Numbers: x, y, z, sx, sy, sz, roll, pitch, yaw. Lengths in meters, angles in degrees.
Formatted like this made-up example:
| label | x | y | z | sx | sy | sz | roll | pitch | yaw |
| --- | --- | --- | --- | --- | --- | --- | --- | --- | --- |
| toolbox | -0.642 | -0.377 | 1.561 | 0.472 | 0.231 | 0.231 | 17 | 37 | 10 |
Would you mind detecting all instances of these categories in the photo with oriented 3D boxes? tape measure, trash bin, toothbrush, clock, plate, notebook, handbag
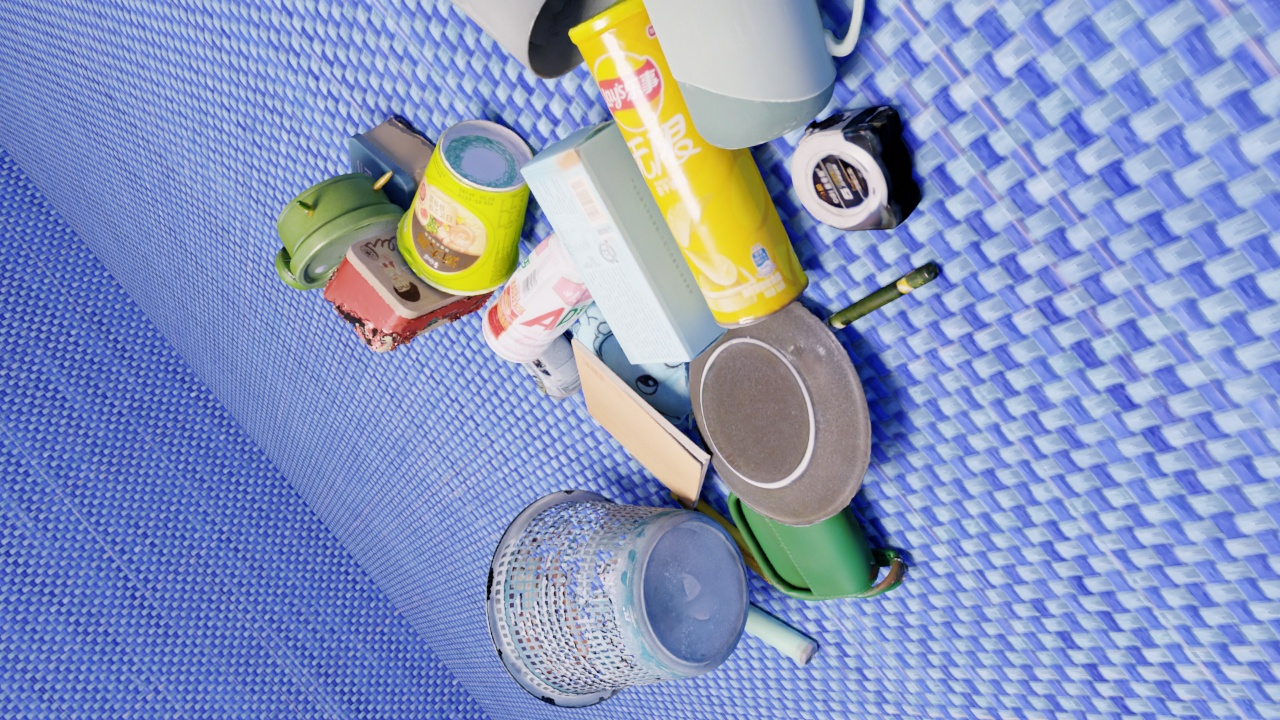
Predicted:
| label | x | y | z | sx | sy | sz | roll | pitch | yaw |
| --- | --- | --- | --- | --- | --- | --- | --- | --- | --- |
| tape measure | 0.121 | -0.109 | 0.526 | 0.066 | 0.033 | 0.066 | 9 | 130 | 46 |
| trash bin | -0.008 | 0.232 | 0.910 | 0.196 | 0.225 | 0.226 | -18 | 110 | 48 |
| toothbrush | 0.137 | -0.025 | 0.623 | 0.017 | 0.012 | 0.186 | 45 | 151 | -5 |
| clock | -0.283 | -0.115 | 0.862 | 0.056 | 0.115 | 0.162 | 58 | 147 | 7 |
| plate | 0.090 | 0.038 | 0.675 | 0.180 | 0.024 | 0.179 | 21 | 118 | 48 |
| notebook | -0.001 | 0.065 | 0.833 | 0.149 | 0.012 | 0.212 | 42 | 166 | 14 |
| toothbrush | 0.094 | 0.265 | 1.001 | 0.225 | 0.026 | 0.027 | 23 | 137 | 39 |
| handbag | 0.144 | 0.134 | 0.752 | 0.120 | 0.067 | 0.131 | -6 | 119 | 46 |

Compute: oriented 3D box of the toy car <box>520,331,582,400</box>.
| label | x | y | z | sx | sy | sz | roll | pitch | yaw |
| --- | --- | --- | --- | --- | --- | --- | --- | --- | --- |
| toy car | -0.098 | -0.017 | 0.905 | 0.120 | 0.054 | 0.037 | 49 | 153 | 2 |

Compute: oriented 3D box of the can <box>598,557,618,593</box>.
| label | x | y | z | sx | sy | sz | roll | pitch | yaw |
| --- | --- | --- | --- | --- | --- | --- | --- | --- | --- |
| can | 0.008 | 0.298 | 1.125 | 0.134 | 0.053 | 0.053 | 51 | 151 | -3 |

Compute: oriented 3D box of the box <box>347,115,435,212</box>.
| label | x | y | z | sx | sy | sz | roll | pitch | yaw |
| --- | --- | --- | --- | --- | --- | --- | --- | --- | --- |
| box | -0.239 | -0.160 | 0.922 | 0.090 | 0.061 | 0.185 | 39 | 151 | 16 |

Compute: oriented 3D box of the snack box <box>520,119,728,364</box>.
| label | x | y | z | sx | sy | sz | roll | pitch | yaw |
| --- | --- | --- | --- | --- | --- | --- | --- | --- | --- |
| snack box | -0.009 | -0.080 | 0.655 | 0.074 | 0.051 | 0.175 | -1 | 123 | 55 |

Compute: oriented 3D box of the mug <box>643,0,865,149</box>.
| label | x | y | z | sx | sy | sz | roll | pitch | yaw |
| --- | --- | --- | --- | --- | --- | --- | --- | --- | --- |
| mug | 0.066 | -0.179 | 0.485 | 0.112 | 0.082 | 0.106 | -14 | 117 | 23 |

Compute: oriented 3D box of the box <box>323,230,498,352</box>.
| label | x | y | z | sx | sy | sz | roll | pitch | yaw |
| --- | --- | --- | --- | --- | --- | --- | --- | --- | --- |
| box | -0.206 | -0.069 | 0.858 | 0.091 | 0.167 | 0.077 | 47 | 123 | 5 |

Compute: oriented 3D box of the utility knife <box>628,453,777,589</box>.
| label | x | y | z | sx | sy | sz | roll | pitch | yaw |
| --- | --- | --- | --- | --- | --- | --- | --- | --- | --- |
| utility knife | 0.066 | 0.160 | 0.927 | 0.215 | 0.015 | 0.033 | 39 | 146 | 19 |

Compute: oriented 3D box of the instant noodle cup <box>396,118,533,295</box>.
| label | x | y | z | sx | sy | sz | roll | pitch | yaw |
| --- | --- | --- | --- | --- | --- | --- | --- | --- | --- |
| instant noodle cup | -0.144 | -0.136 | 0.786 | 0.111 | 0.111 | 0.124 | 44 | 143 | 9 |

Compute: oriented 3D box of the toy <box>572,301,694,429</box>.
| label | x | y | z | sx | sy | sz | roll | pitch | yaw |
| --- | --- | --- | --- | --- | --- | --- | --- | --- | --- |
| toy | -0.005 | 0.005 | 0.810 | 0.156 | 0.049 | 0.162 | 49 | 151 | 13 |

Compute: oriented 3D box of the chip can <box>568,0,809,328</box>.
| label | x | y | z | sx | sy | sz | roll | pitch | yaw |
| --- | --- | --- | --- | --- | --- | --- | --- | --- | --- |
| chip can | 0.034 | -0.127 | 0.583 | 0.072 | 0.071 | 0.213 | 2 | 126 | 52 |

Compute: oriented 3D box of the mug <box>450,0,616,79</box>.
| label | x | y | z | sx | sy | sz | roll | pitch | yaw |
| --- | --- | --- | --- | --- | --- | --- | --- | --- | --- |
| mug | -0.067 | -0.258 | 0.575 | 0.103 | 0.083 | 0.124 | 42 | 123 | 15 |

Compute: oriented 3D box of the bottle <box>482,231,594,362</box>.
| label | x | y | z | sx | sy | sz | roll | pitch | yaw |
| --- | --- | --- | --- | --- | --- | --- | --- | --- | --- |
| bottle | -0.071 | -0.067 | 0.787 | 0.068 | 0.068 | 0.198 | 49 | 138 | 0 |
